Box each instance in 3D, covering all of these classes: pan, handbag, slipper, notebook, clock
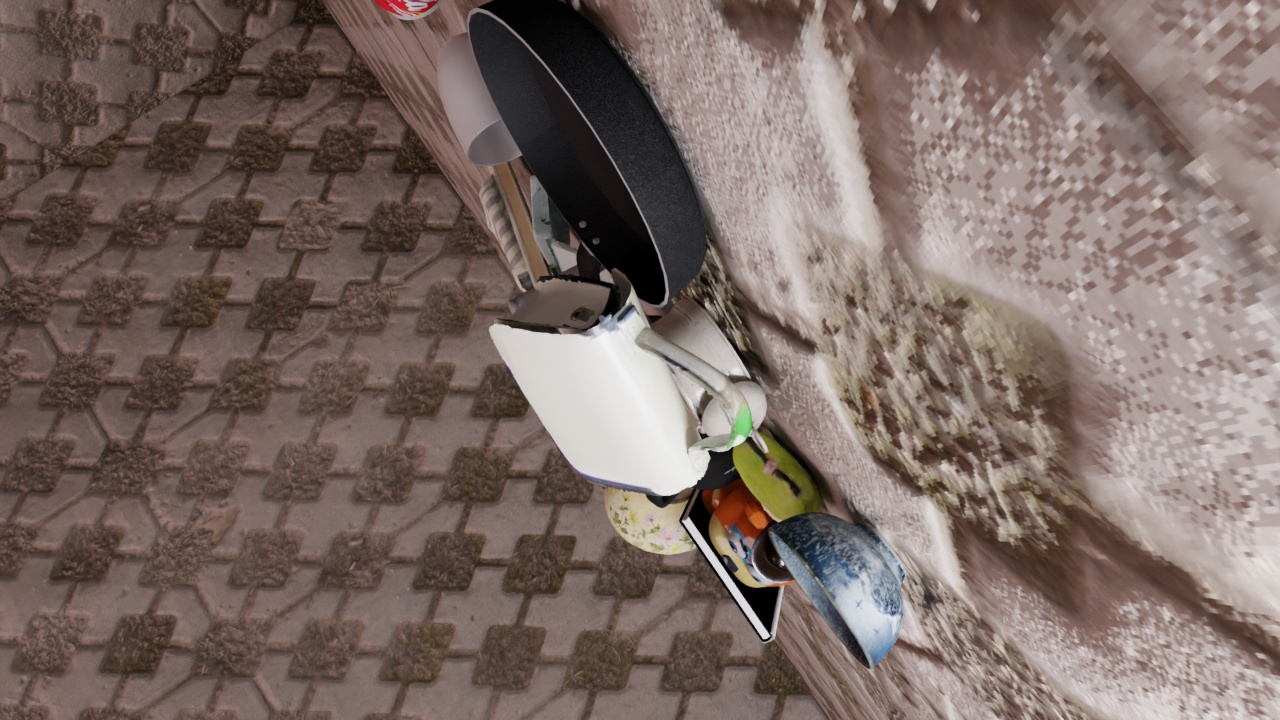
[{"bbox_3d":[-0.029,-0.102,0.626,0.204,0.044,0.356,52,170,15],"label":"pan"},{"bbox_3d":[0.005,0.017,0.594,0.176,0.073,0.151,6,135,45],"label":"handbag"},{"bbox_3d":[-0.153,-0.176,1.041,0.114,0.054,0.272,99,150,-79],"label":"slipper"},{"bbox_3d":[0.106,0.186,0.973,0.149,0.016,0.206,56,-161,-4],"label":"notebook"},{"bbox_3d":[0.049,0.020,0.693,0.157,0.061,0.103,52,174,45],"label":"clock"}]

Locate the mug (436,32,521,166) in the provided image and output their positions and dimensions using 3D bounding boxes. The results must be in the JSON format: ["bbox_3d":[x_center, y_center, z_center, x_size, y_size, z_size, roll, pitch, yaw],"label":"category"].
[{"bbox_3d":[-0.119,-0.222,0.726,0.089,0.071,0.107,63,148,12],"label":"mug"}]

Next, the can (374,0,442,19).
[{"bbox_3d":[-0.195,-0.323,0.715,0.064,0.064,0.105,53,174,25],"label":"can"}]

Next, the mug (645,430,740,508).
[{"bbox_3d":[0.045,0.079,0.801,0.078,0.113,0.088,35,168,19],"label":"mug"}]

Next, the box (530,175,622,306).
[{"bbox_3d":[-0.067,-0.118,0.969,0.126,0.074,0.197,35,175,5],"label":"box"}]

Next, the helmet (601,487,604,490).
[{"bbox_3d":[-0.009,0.062,1.183,0.183,0.118,0.271,21,-151,-38],"label":"helmet"}]

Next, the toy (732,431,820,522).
[{"bbox_3d":[0.112,0.101,0.736,0.092,0.043,0.118,47,174,30],"label":"toy"}]

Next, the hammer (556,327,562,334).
[{"bbox_3d":[0.001,0.045,0.972,0.169,0.034,0.324,67,-166,15],"label":"hammer"}]

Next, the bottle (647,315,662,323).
[{"bbox_3d":[-0.005,0.005,0.806,0.173,0.046,0.084,-45,-47,-69],"label":"bottle"}]

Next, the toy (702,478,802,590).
[{"bbox_3d":[0.114,0.158,0.848,0.112,0.096,0.176,55,163,-4],"label":"toy"}]

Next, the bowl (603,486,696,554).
[{"bbox_3d":[0.032,0.138,1.033,0.145,0.145,0.063,52,156,28],"label":"bowl"}]

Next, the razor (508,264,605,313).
[{"bbox_3d":[-0.063,-0.071,0.806,0.088,0.116,0.047,51,166,36],"label":"razor"}]

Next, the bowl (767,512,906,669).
[{"bbox_3d":[0.146,0.148,0.634,0.114,0.060,0.114,56,175,7],"label":"bowl"}]
